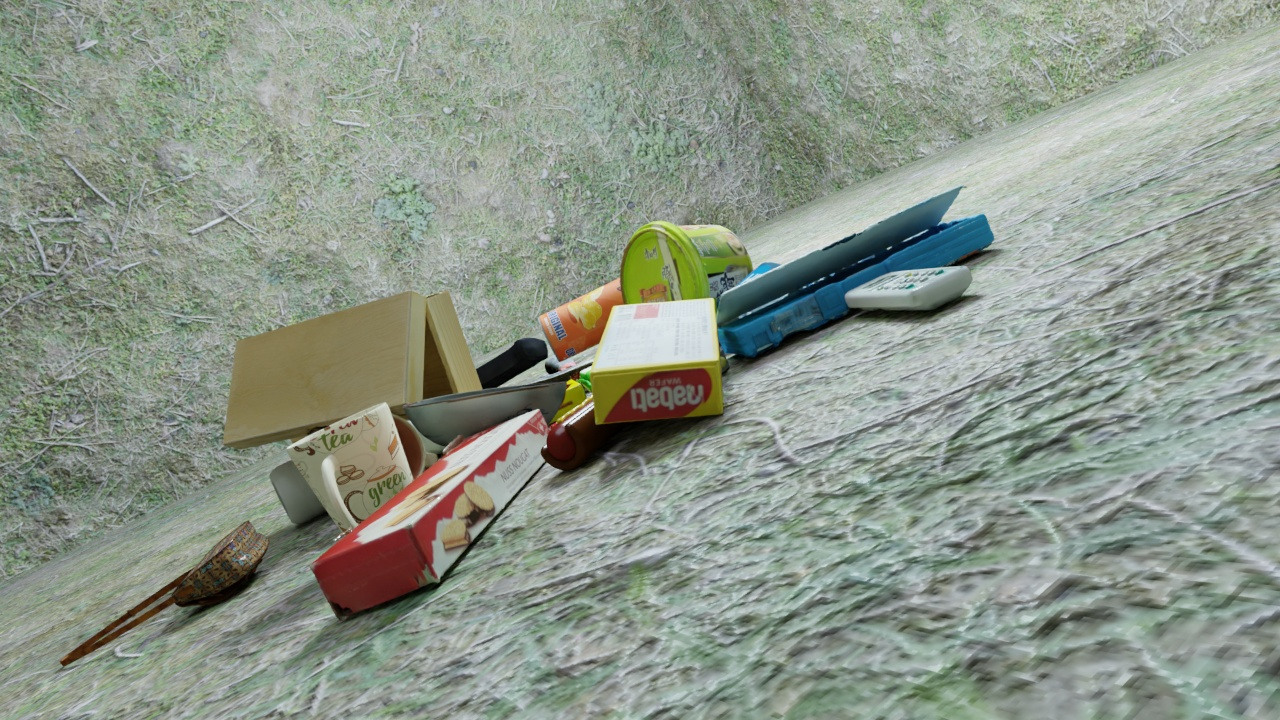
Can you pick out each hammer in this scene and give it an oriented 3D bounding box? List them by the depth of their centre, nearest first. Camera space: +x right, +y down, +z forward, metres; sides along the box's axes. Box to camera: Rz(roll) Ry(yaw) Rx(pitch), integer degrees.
[{"bbox_3d":[-0.229,0.040,1.156,0.139,0.035,0.314,-1,-21,-46],"label":"hammer"},{"bbox_3d":[-0.102,0.017,1.188,0.140,0.036,0.326,-24,6,-8],"label":"hammer"}]

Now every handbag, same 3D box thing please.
[{"bbox_3d":[-0.413,0.215,0.796,0.195,0.043,0.093,-33,11,-4],"label":"handbag"}]

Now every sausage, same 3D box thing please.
[{"bbox_3d":[-0.028,0.041,0.723,0.040,0.040,0.155,-20,8,30],"label":"sausage"}]

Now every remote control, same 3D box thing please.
[{"bbox_3d":[0.205,-0.052,0.709,0.050,0.022,0.133,-25,7,-7],"label":"remote control"}]

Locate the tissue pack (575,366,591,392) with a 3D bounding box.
[{"bbox_3d":[-0.006,0.006,0.948,0.114,0.034,0.099,-27,9,-11],"label":"tissue pack"}]

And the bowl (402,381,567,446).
[{"bbox_3d":[-0.139,0.056,0.849,0.151,0.057,0.150,-9,2,0],"label":"bowl"}]

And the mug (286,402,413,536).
[{"bbox_3d":[-0.211,0.095,0.689,0.081,0.097,0.122,-25,7,-4],"label":"mug"}]

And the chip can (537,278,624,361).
[{"bbox_3d":[-0.019,-0.071,1.133,0.210,0.062,0.062,-26,7,0],"label":"chip can"}]

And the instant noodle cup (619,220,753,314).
[{"bbox_3d":[0.055,-0.087,1.028,0.097,0.146,0.146,-15,1,-35],"label":"instant noodle cup"}]

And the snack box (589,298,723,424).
[{"bbox_3d":[0.017,-0.006,0.722,0.092,0.042,0.200,-5,16,5],"label":"snack box"}]

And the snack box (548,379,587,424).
[{"bbox_3d":[-0.127,0.064,0.944,0.148,0.025,0.061,-25,8,-10],"label":"snack box"}]

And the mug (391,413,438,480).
[{"bbox_3d":[-0.258,0.105,0.908,0.111,0.085,0.105,6,-20,-39],"label":"mug"}]

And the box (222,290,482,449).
[{"bbox_3d":[-0.312,0.012,0.974,0.249,0.141,0.148,-12,1,24],"label":"box"}]

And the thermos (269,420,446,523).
[{"bbox_3d":[-0.301,0.109,1.055,0.229,0.068,0.101,-26,-6,-25],"label":"thermos"}]

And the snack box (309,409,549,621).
[{"bbox_3d":[-0.133,0.094,0.655,0.077,0.044,0.272,-23,7,14],"label":"snack box"}]

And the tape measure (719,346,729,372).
[{"bbox_3d":[0.047,0.009,0.806,0.064,0.017,0.065,-23,7,13],"label":"tape measure"}]

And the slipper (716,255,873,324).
[{"bbox_3d":[0.144,-0.072,0.921,0.213,0.059,0.104,-24,9,-7],"label":"slipper"}]

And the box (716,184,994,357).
[{"bbox_3d":[0.181,-0.080,0.820,0.243,0.066,0.091,-25,6,-6],"label":"box"}]
